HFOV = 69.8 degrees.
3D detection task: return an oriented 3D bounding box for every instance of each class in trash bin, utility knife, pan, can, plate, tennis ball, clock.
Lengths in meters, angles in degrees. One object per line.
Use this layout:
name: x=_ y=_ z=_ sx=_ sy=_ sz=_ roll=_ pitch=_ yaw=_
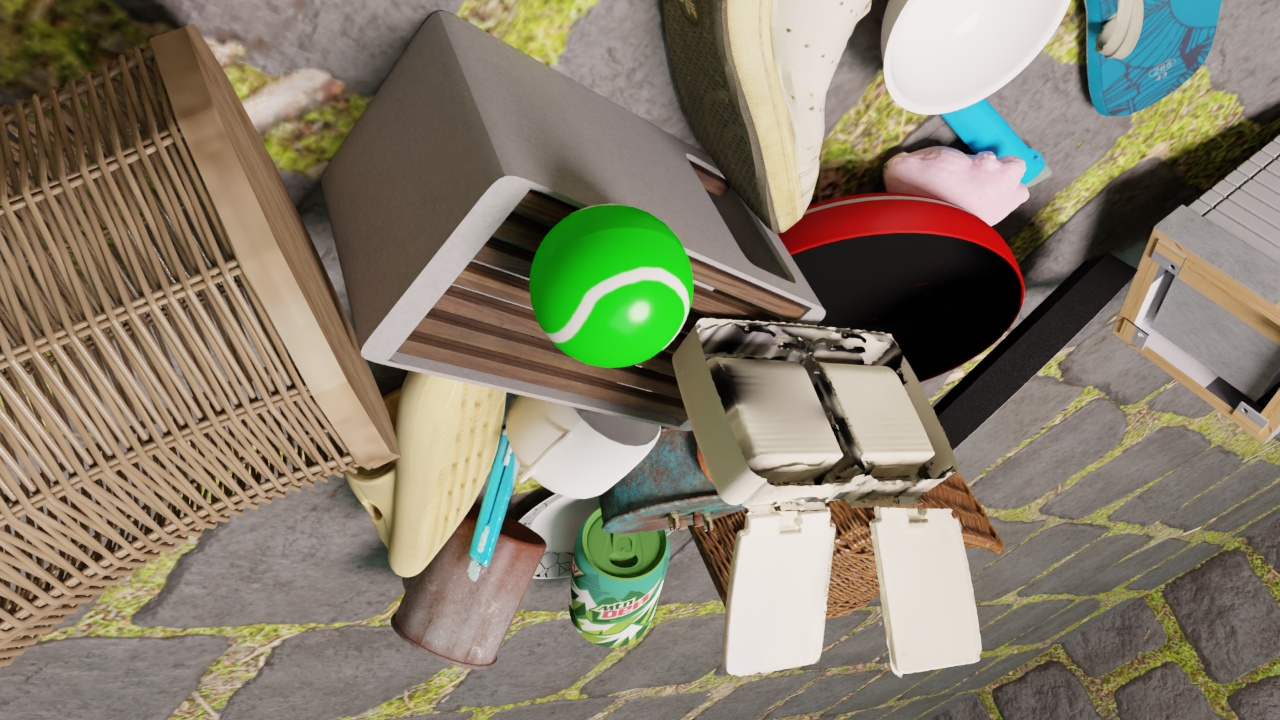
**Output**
trash bin: x=0.526 y=-0.087 z=0.708 sx=0.246 sy=0.142 sz=0.142 roll=-36 pitch=148 yaw=-9
utility knife: x=-0.106 y=0.106 z=0.681 sx=0.022 sy=0.117 sz=0.015 roll=13 pitch=171 yaw=3
pan: x=0.314 y=-0.017 z=0.728 sx=0.355 sy=0.034 sz=0.226 roll=-31 pitch=161 yaw=-40
can: x=-0.021 y=0.195 z=0.831 sx=0.083 sy=0.083 sz=0.144 roll=-13 pitch=145 yaw=-17
pan: x=0.089 y=-0.009 z=0.661 sx=0.357 sy=0.067 sz=0.208 roll=-24 pitch=144 yaw=33
trash bin: x=-0.029 y=-0.057 z=0.483 sx=0.228 sy=0.114 sz=0.115 roll=16 pitch=129 yaw=-44
plate: x=-0.038 y=0.146 z=0.846 sx=0.188 sy=0.016 sz=0.189 roll=-16 pitch=146 yaw=-12
utility knife: x=0.221 y=-0.154 z=0.594 sx=0.031 sy=0.015 sz=0.195 roll=-44 pitch=141 yaw=22
tennis ball: x=-0.012 y=-0.030 z=0.367 sx=0.065 sy=0.065 sz=0.065 roll=-16 pitch=146 yaw=-12
clock: x=0.041 y=0.094 z=0.707 sx=0.158 sy=0.073 sz=0.121 roll=-17 pitch=162 yaw=19

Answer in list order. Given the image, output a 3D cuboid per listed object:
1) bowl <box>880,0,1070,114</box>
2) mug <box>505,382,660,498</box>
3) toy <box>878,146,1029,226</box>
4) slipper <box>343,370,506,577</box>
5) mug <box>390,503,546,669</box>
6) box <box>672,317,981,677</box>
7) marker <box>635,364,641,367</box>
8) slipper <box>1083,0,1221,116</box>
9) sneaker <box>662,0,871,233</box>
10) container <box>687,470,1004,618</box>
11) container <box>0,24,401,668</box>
bowl: x=0.170 y=-0.190 z=0.490 sx=0.110 sy=0.040 sz=0.110 roll=-16 pitch=145 yaw=-12
mug: x=-0.044 y=0.046 z=0.623 sx=0.068 sy=0.094 sz=0.115 roll=-45 pitch=178 yaw=32
toy: x=0.210 y=-0.110 z=0.615 sx=0.093 sy=0.050 sz=0.102 roll=-19 pitch=145 yaw=15
slipper: x=-0.140 y=0.045 z=0.588 sx=0.111 sy=0.079 sz=0.262 roll=-53 pitch=172 yaw=-37
mug: x=-0.146 y=0.170 z=0.736 sx=0.096 sy=0.123 sz=0.110 roll=36 pitch=80 yaw=-54
box: x=0.094 y=0.065 z=0.468 sx=0.145 sy=0.185 sz=0.066 roll=5 pitch=162 yaw=-30
marker: x=-0.004 y=0.004 z=0.628 sx=0.011 sy=0.011 sz=0.152 roll=-38 pitch=122 yaw=19
slipper: x=0.290 y=-0.224 z=0.504 sx=0.118 sy=0.060 sz=0.294 roll=-37 pitch=145 yaw=12
sneaker: x=0.072 y=-0.170 z=0.428 sx=0.102 sy=0.089 sz=0.242 roll=-28 pitch=143 yaw=-9
container: x=0.172 y=0.138 z=0.829 sx=0.184 sy=0.162 sz=0.249 roll=-42 pitch=144 yaw=24
container: x=-0.224 y=-0.004 z=0.355 sx=0.196 sy=0.226 sz=0.227 roll=-25 pitch=147 yaw=-12
